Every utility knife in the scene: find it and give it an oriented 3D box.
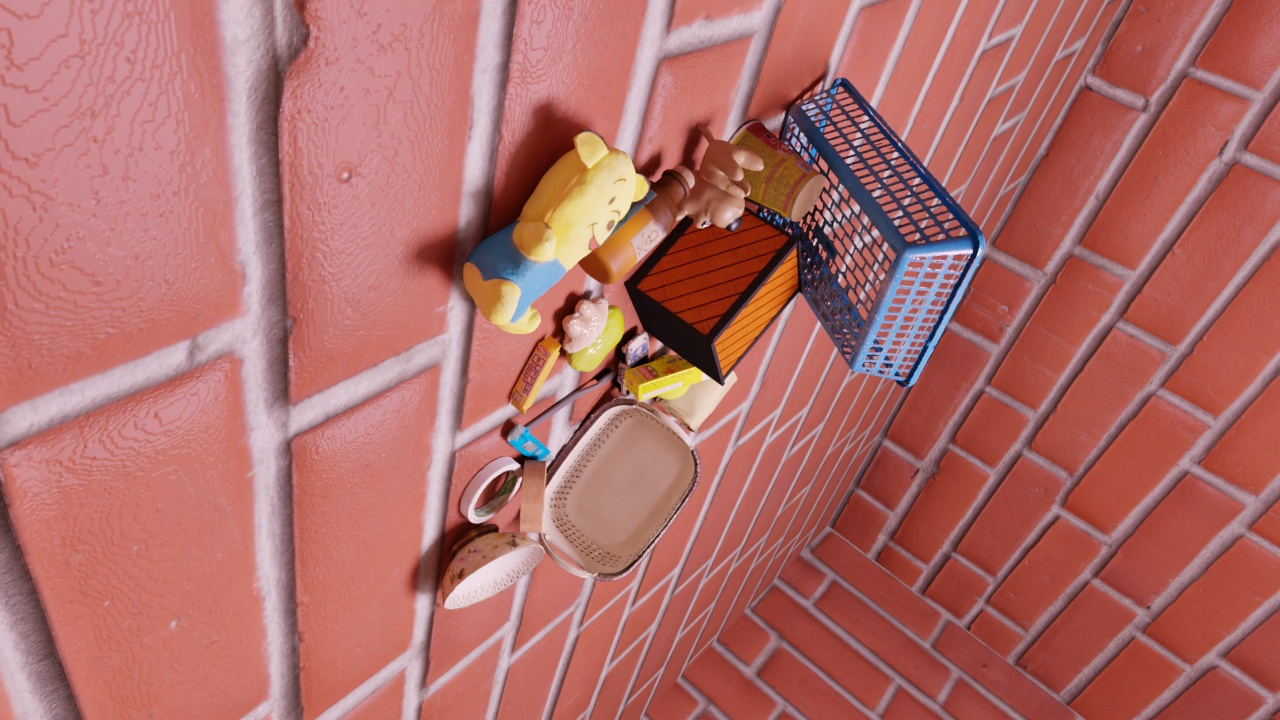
[{"bbox_3d":[-0.138,0.112,1.181,0.031,0.015,0.175,-34,161,-1],"label":"utility knife"}]

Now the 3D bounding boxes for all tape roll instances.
[{"bbox_3d":[-0.188,0.164,1.164,0.093,0.018,0.094,-42,156,-25],"label":"tape roll"},{"bbox_3d":[-0.139,0.176,1.192,0.094,0.027,0.094,-179,-88,-86],"label":"tape roll"}]

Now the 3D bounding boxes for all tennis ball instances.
[{"bbox_3d":[0.042,0.025,1.346,0.065,0.065,0.065,-42,155,-25],"label":"tennis ball"}]

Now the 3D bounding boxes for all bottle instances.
[{"bbox_3d":[-0.001,-0.155,0.999,0.156,0.068,0.068,-45,156,-20],"label":"bottle"}]

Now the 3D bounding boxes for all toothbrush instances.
[{"bbox_3d":[-0.093,0.052,1.195,0.166,0.013,0.013,-35,152,-35],"label":"toothbrush"}]

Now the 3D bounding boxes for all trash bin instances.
[{"bbox_3d":[0.099,-0.094,1.188,0.171,0.140,0.140,-49,157,-10],"label":"trash bin"}]

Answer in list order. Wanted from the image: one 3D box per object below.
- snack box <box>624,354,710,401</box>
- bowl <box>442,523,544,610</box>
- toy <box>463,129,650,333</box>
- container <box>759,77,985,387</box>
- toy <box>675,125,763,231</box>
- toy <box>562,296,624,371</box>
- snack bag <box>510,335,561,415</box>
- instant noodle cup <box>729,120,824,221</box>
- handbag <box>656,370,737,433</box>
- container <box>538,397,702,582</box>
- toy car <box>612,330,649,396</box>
[{"bbox_3d":[0.052,0.014,1.247,0.147,0.040,0.029,-18,129,-23],"label":"snack box"},{"bbox_3d":[-0.202,0.257,1.188,0.145,0.063,0.145,-27,157,-13],"label":"bowl"},{"bbox_3d":[-0.083,-0.123,0.867,0.214,0.084,0.149,-52,176,-5],"label":"toy"},{"bbox_3d":[0.271,-0.167,1.199,0.089,0.361,0.258,-9,139,-19],"label":"container"},{"bbox_3d":[0.085,-0.204,1.072,0.133,0.106,0.108,-34,162,-47],"label":"toy"},{"bbox_3d":[-0.061,-0.034,1.092,0.092,0.043,0.118,-49,154,-5],"label":"toy"},{"bbox_3d":[-0.123,0.018,1.067,0.099,0.026,0.020,-59,157,17],"label":"snack bag"},{"bbox_3d":[0.168,-0.233,1.157,0.100,0.112,0.100,-42,154,-26],"label":"instant noodle cup"},{"bbox_3d":[0.090,0.051,1.468,0.119,0.081,0.111,-53,165,-4],"label":"handbag"},{"bbox_3d":[-0.027,0.180,1.307,0.251,0.185,0.143,-53,169,3],"label":"container"},{"bbox_3d":[-0.007,0.007,1.259,0.048,0.040,0.113,-40,153,-32],"label":"toy car"}]
